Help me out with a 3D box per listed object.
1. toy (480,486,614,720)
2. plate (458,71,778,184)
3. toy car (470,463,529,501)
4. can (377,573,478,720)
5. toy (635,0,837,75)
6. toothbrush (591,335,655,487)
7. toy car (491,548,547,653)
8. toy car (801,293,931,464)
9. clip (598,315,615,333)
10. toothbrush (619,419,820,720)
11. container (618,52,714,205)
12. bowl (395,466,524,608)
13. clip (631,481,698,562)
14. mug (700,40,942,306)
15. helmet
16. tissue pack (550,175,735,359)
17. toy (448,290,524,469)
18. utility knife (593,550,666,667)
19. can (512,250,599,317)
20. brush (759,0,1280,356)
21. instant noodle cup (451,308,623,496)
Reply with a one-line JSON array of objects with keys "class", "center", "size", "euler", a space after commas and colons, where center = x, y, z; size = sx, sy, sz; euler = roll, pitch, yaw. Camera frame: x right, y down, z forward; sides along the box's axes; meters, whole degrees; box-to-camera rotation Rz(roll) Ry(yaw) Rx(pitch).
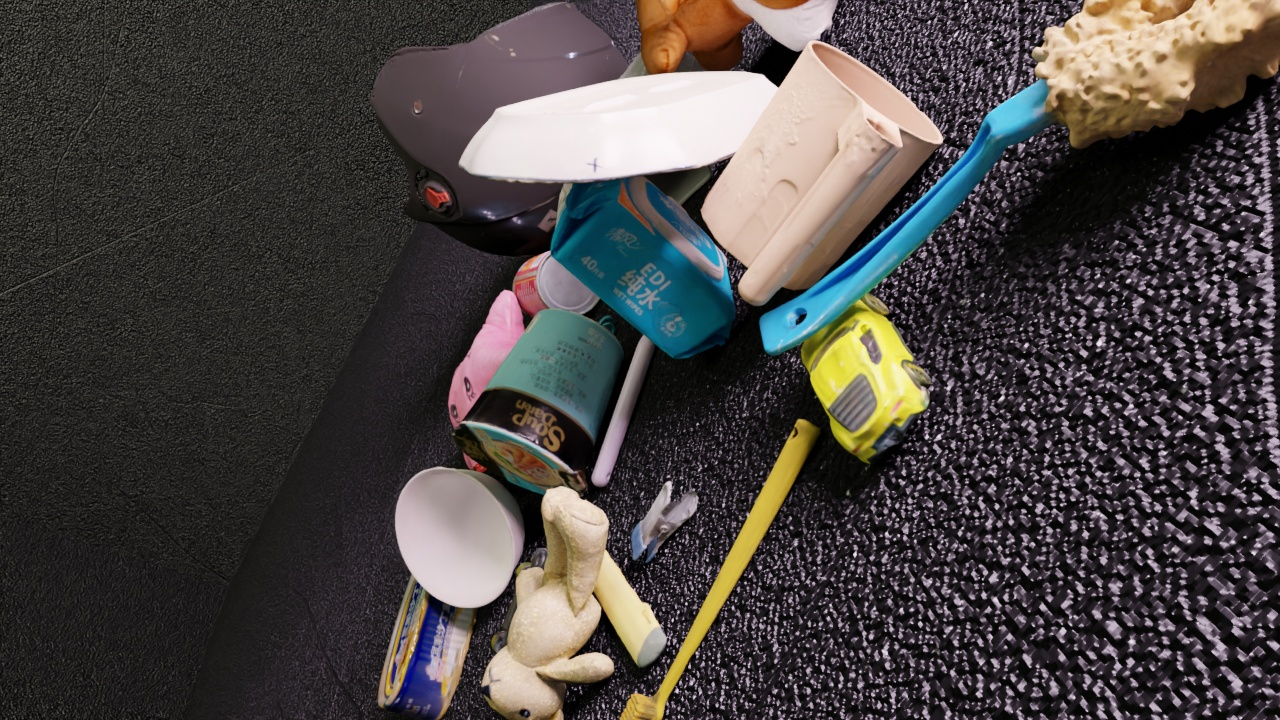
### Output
[{"class": "toy", "center": [-0.056, 0.152, 0.556], "size": [0.105, 0.066, 0.157], "euler": [30, 110, 44]}, {"class": "plate", "center": [0.001, -0.154, 0.577], "size": [0.264, 0.162, 0.034], "euler": [-36, -51, -53]}, {"class": "toy car", "center": [-0.116, 0.097, 0.797], "size": [0.107, 0.049, 0.031], "euler": [-36, 34, 51]}, {"class": "can", "center": [-0.181, 0.234, 0.796], "size": [0.075, 0.049, 0.147], "euler": [-42, 31, 46]}, {"class": "toy", "center": [0.084, -0.271, 0.655], "size": [0.200, 0.130, 0.139], "euler": [-26, 3, 42]}, {"class": "toothbrush", "center": [-0.004, 0.004, 0.684], "size": [0.021, 0.029, 0.189], "euler": [8, 70, 28]}, {"class": "toy car", "center": [-0.073, 0.176, 0.630], "size": [0.042, 0.035, 0.090], "euler": [-1, 66, 68]}, {"class": "toy car", "center": [0.099, 0.002, 0.430], "size": [0.048, 0.032, 0.105], "euler": [-54, 22, 26]}, {"class": "clip", "center": [-0.039, -0.014, 0.793], "size": [0.056, 0.014, 0.040], "euler": [-55, 24, 22]}, {"class": "toothbrush", "center": [0.038, 0.114, 0.465], "size": [0.190, 0.016, 0.015], "euler": [-62, 22, 7]}, {"class": "container", "center": [0.014, -0.199, 0.774], "size": [0.090, 0.090, 0.114], "euler": [-35, 33, 51]}, {"class": "bowl", "center": [-0.137, 0.138, 0.762], "size": [0.118, 0.118, 0.064], "euler": [-55, -15, 24]}, {"class": "clip", "center": [0.013, 0.096, 0.547], "size": [0.057, 0.033, 0.025], "euler": [-59, 19, 32]}, {"class": "mug", "center": [0.090, -0.091, 0.471], "size": [0.104, 0.084, 0.124], "euler": [-53, 10, 31]}, {"class": "helmet", "center": [-0.116, -0.214, 0.906], "size": [0.276, 0.230, 0.232], "euler": [-54, -7, 38]}, {"class": "tissue pack", "center": [0.003, -0.071, 0.592], "size": [0.063, 0.140, 0.089], "euler": [-39, 25, 22]}, {"class": "toy", "center": [-0.140, 0.035, 0.884], "size": [0.195, 0.074, 0.178], "euler": [127, 144, -50]}, {"class": "utility knife", "center": [-0.025, 0.134, 0.585], "size": [0.031, 0.021, 0.207], "euler": [-64, 28, 6]}, {"class": "can", "center": [-0.082, -0.072, 0.883], "size": [0.094, 0.066, 0.066], "euler": [-2, 64, 66]}, {"class": "brush", "center": [0.141, -0.077, 0.380], "size": [0.255, 0.046, 0.083], "euler": [-42, 38, 37]}, {"class": "instant noodle cup", "center": [-0.069, 0.029, 0.708], "size": [0.111, 0.111, 0.120], "euler": [-25, 35, 59]}]
